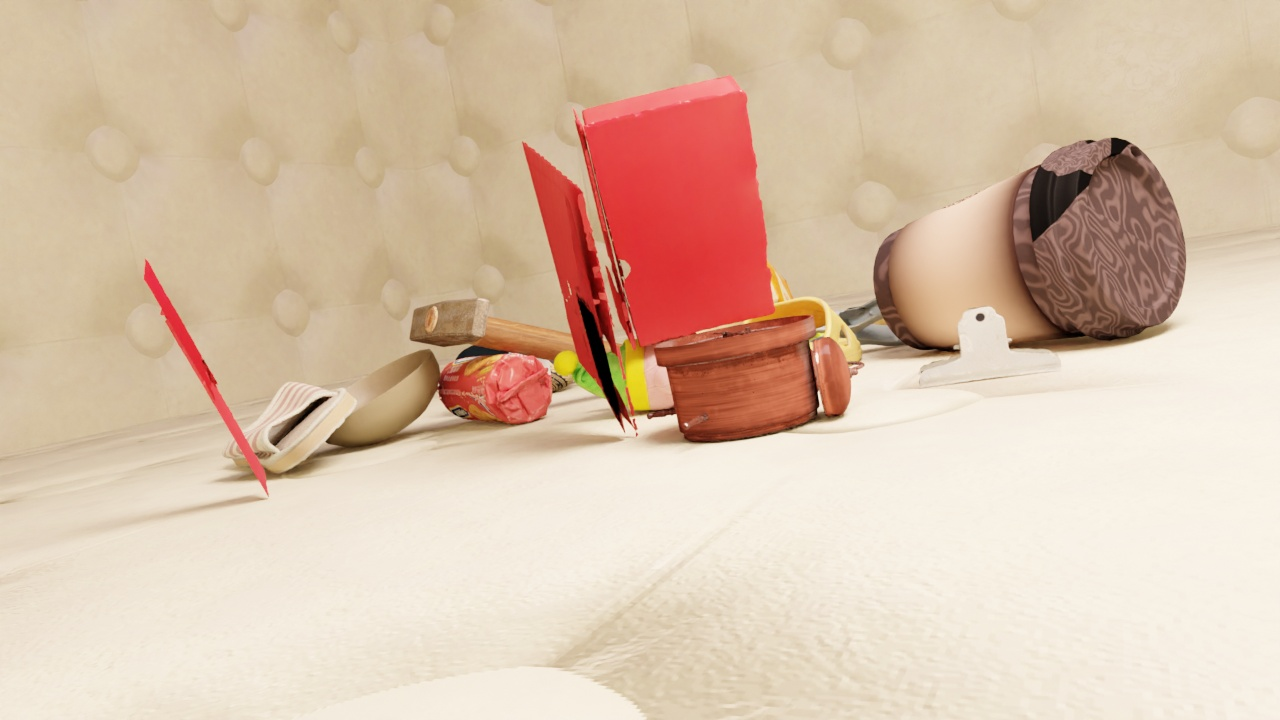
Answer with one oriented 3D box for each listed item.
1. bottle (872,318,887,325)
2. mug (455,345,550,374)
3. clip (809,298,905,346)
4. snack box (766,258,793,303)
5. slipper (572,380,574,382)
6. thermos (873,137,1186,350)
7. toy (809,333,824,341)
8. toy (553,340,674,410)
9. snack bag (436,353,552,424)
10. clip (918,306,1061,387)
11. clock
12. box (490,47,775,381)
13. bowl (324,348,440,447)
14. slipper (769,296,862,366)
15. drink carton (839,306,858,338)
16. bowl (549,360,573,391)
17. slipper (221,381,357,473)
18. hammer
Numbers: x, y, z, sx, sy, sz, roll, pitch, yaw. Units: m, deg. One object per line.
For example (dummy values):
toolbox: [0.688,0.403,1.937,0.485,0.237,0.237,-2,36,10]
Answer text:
bottle: [0.326,-0.053,1.083,0.059,0.059,0.166,-14,-3,-46]
mug: [-0.164,0.023,1.149,0.095,0.085,0.121,-7,-23,31]
clip: [0.253,-0.050,1.008,0.163,0.028,0.112,-13,-35,16]
snack box: [0.112,-0.052,1.115,0.145,0.080,0.195,-24,-12,15]
slipper: [-0.137,0.006,1.345,0.238,0.064,0.094,-11,4,-30]
thermos: [0.344,-0.090,0.848,0.172,0.172,0.227,-13,-1,-34]
toy: [0.220,-0.034,1.124,0.093,0.036,0.094,-30,8,-17]
toy: [-0.005,0.005,0.866,0.131,0.097,0.124,-29,14,3]
snack bag: [-0.158,0.032,0.995,0.082,0.082,0.177,-13,6,-32]
clip: [0.264,-0.009,0.707,0.102,0.056,0.056,-9,-27,18]
clock: [0.088,0.010,0.671,0.157,0.072,0.121,-12,5,-15]
box: [-0.010,-0.166,0.864,0.198,0.217,0.351,-16,32,-3]
bowl: [-0.281,0.049,1.005,0.152,0.050,0.152,-26,17,9]
slipper: [0.145,-0.020,0.909,0.100,0.078,0.262,-12,1,27]
drink carton: [0.300,-0.051,1.217,0.064,0.040,0.129,-8,5,20]
bowl: [-0.137,0.010,1.227,0.112,0.061,0.112,12,-20,4]
slipper: [-0.371,0.067,0.935,0.264,0.052,0.114,-10,34,53]
hammer: [-0.082,-0.015,0.998,0.300,0.037,0.158,12,-8,-30]
